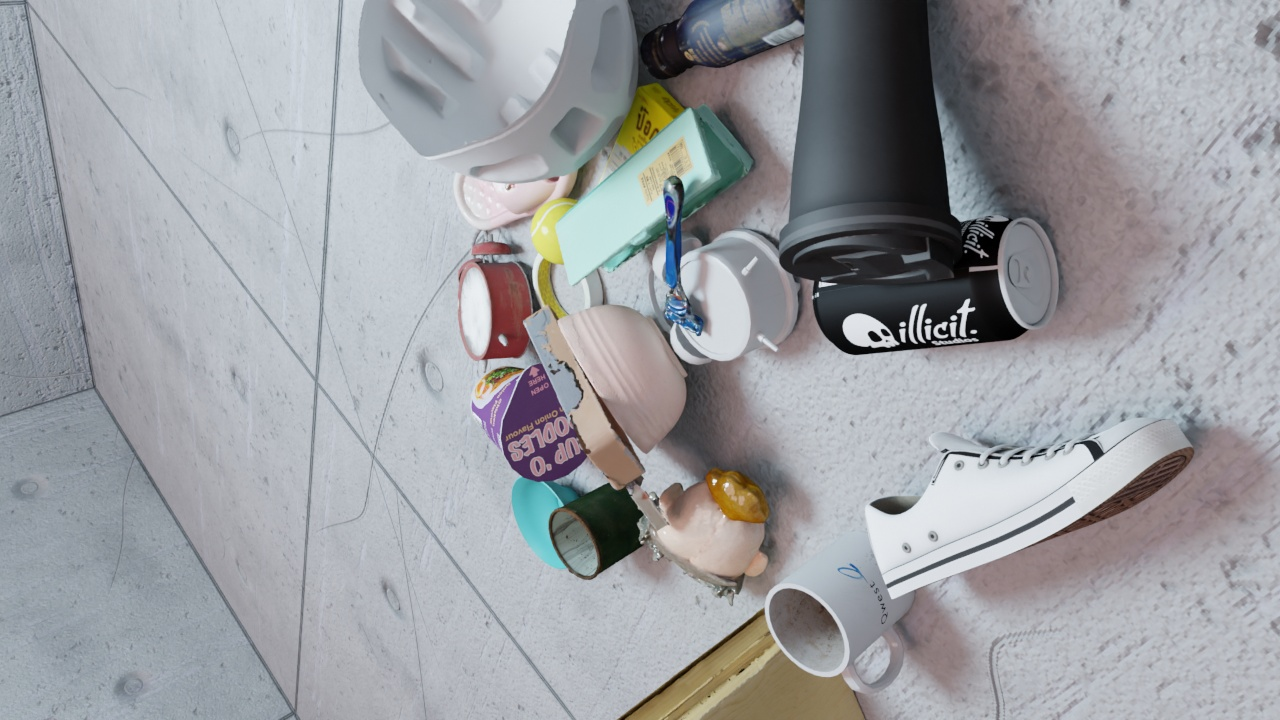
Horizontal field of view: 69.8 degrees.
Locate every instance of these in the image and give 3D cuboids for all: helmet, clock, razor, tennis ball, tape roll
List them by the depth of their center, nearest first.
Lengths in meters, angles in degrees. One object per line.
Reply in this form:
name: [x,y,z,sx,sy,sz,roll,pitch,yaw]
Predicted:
razor: [0.027,-0.083,0.736,0.044,0.018,0.141,32,141,39]
helmet: [-0.126,-0.275,0.774,0.282,0.183,0.224,44,99,16]
clock: [0.064,-0.055,0.789,0.159,0.060,0.120,6,115,52]
tennis ball: [-0.075,-0.126,0.900,0.065,0.065,0.065,25,126,39]
tape roll: [-0.077,-0.077,0.965,0.094,0.019,0.094,25,127,39]
clock: [-0.163,-0.074,1.032,0.110,0.061,0.156,-40,60,56]

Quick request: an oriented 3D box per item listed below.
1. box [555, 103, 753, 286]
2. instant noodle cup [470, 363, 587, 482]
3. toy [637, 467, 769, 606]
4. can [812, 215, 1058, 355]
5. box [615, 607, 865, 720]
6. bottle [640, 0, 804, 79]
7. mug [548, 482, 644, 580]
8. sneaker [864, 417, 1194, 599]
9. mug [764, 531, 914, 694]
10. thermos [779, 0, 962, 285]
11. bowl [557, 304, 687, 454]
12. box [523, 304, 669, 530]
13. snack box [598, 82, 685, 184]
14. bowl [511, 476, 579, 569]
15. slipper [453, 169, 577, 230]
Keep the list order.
box: [-0.004,-0.129,0.770,0.077,0.079,0.189,48,133,-13]
instant noodle cup: [-0.130,0.052,1.026,0.122,0.121,0.137,21,133,53]
toy: [0.070,0.154,0.871,0.132,0.076,0.176,34,139,0]
can: [0.195,-0.048,0.621,0.146,0.080,0.080,-7,104,50]
box: [0.065,0.335,0.833,0.185,0.247,0.142,9,115,46]
bottle: [0.065,-0.250,0.684,0.161,0.056,0.056,-4,106,49]
mug: [-0.048,0.195,1.021,0.085,0.081,0.111,43,136,25]
sneaker: [0.248,0.083,0.635,0.246,0.091,0.097,-47,58,51]
mug: [0.176,0.218,0.766,0.083,0.096,0.119,-36,81,51]
thermos: [0.139,-0.154,0.565,0.106,0.105,0.218,-12,72,51]
bowl: [-0.005,0.005,0.858,0.153,0.076,0.153,56,-178,-4]
box: [-0.040,0.053,0.875,0.151,0.043,0.216,50,-175,-41]
snack box: [0.000,-0.169,0.825,0.061,0.025,0.149,49,139,19]
bowl: [-0.100,0.185,1.104,0.121,0.046,0.121,25,126,39]
slipper: [-0.133,-0.194,0.941,0.222,0.055,0.107,-22,94,51]
